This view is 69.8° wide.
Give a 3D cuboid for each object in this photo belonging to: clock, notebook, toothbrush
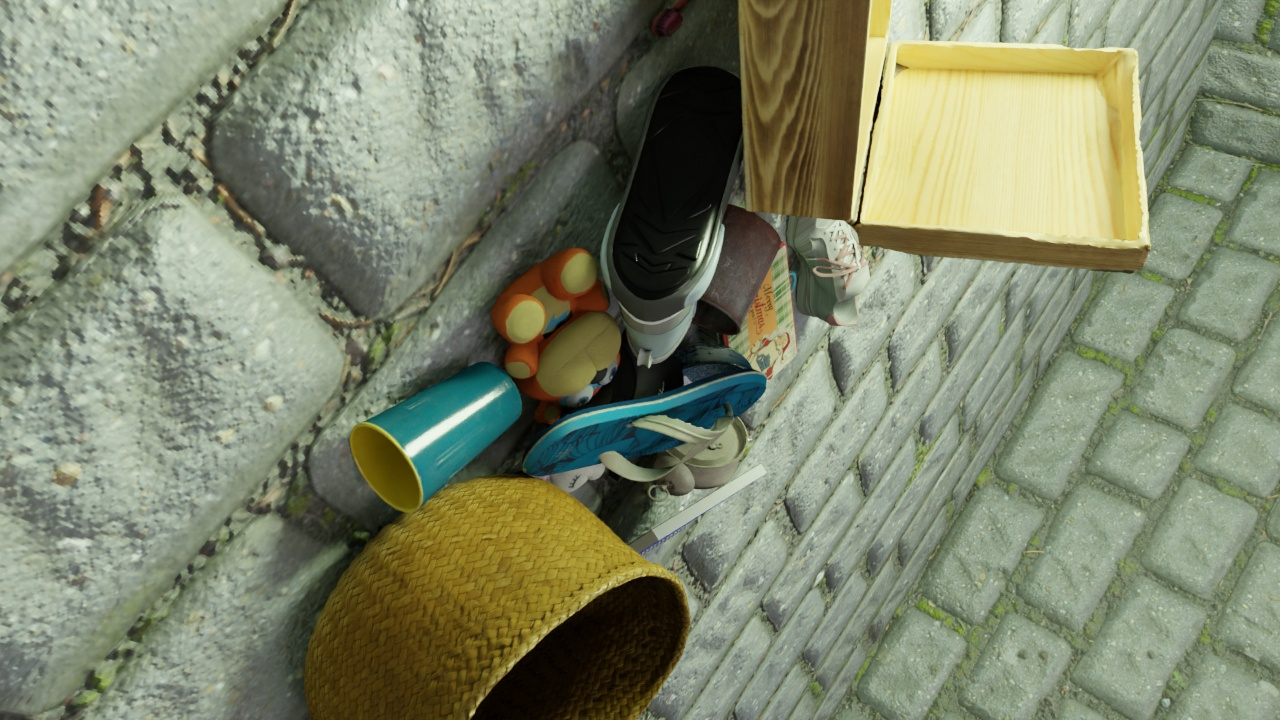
[{"bbox_3d":[0.055,0.112,1.041,0.156,0.103,0.061,-44,152,-40],"label":"clock"},{"bbox_3d":[0.032,0.196,1.070,0.208,0.022,0.172,-21,165,-47],"label":"notebook"},{"bbox_3d":[0.072,-0.340,0.789,0.189,0.016,0.016,-50,146,-18],"label":"toothbrush"}]

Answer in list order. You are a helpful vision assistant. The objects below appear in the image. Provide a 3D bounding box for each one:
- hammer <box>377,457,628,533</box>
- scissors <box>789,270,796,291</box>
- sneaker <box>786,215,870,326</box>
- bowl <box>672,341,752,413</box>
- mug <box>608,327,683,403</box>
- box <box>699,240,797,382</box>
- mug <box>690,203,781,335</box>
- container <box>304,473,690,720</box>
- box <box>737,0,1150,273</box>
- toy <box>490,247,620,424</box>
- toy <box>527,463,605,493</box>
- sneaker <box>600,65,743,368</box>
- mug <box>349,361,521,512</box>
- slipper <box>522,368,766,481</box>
[{"bbox_3d":[-0.114,0.117,0.883,0.324,0.015,0.095,-17,128,-49],"label":"hammer"},{"bbox_3d":[0.167,-0.055,1.166,0.075,0.015,0.142,-27,141,-38],"label":"scissors"},{"bbox_3d":[0.246,-0.127,1.143,0.099,0.089,0.236,-48,147,-21],"label":"sneaker"},{"bbox_3d":[0.071,0.015,1.011,0.114,0.114,0.060,71,12,-51],"label":"bowl"},{"bbox_3d":[-0.005,0.005,0.889,0.087,0.078,0.114,5,111,-57],"label":"mug"},{"bbox_3d":[0.124,-0.045,1.063,0.117,0.051,0.206,-43,144,-22],"label":"box"},{"bbox_3d":[0.071,-0.099,0.910,0.123,0.096,0.110,39,68,-43],"label":"mug"},{"bbox_3d":[-0.126,0.246,0.781,0.306,0.196,0.308,-37,146,-30],"label":"container"},{"bbox_3d":[0.270,-0.258,0.762,0.287,0.337,0.278,82,20,-52],"label":"box"},{"bbox_3d":[-0.067,-0.015,0.781,0.112,0.096,0.176,-44,156,-18],"label":"toy"},{"bbox_3d":[-0.061,0.094,0.891,0.122,0.038,0.079,-7,127,-49],"label":"toy"},{"bbox_3d":[0.035,-0.125,0.815,0.161,0.093,0.256,90,15,-63],"label":"sneaker"},{"bbox_3d":[-0.155,0.053,0.720,0.121,0.078,0.078,-38,142,-42],"label":"mug"},{"bbox_3d":[0.018,0.073,0.858,0.294,0.060,0.118,-10,152,-44],"label":"slipper"}]
